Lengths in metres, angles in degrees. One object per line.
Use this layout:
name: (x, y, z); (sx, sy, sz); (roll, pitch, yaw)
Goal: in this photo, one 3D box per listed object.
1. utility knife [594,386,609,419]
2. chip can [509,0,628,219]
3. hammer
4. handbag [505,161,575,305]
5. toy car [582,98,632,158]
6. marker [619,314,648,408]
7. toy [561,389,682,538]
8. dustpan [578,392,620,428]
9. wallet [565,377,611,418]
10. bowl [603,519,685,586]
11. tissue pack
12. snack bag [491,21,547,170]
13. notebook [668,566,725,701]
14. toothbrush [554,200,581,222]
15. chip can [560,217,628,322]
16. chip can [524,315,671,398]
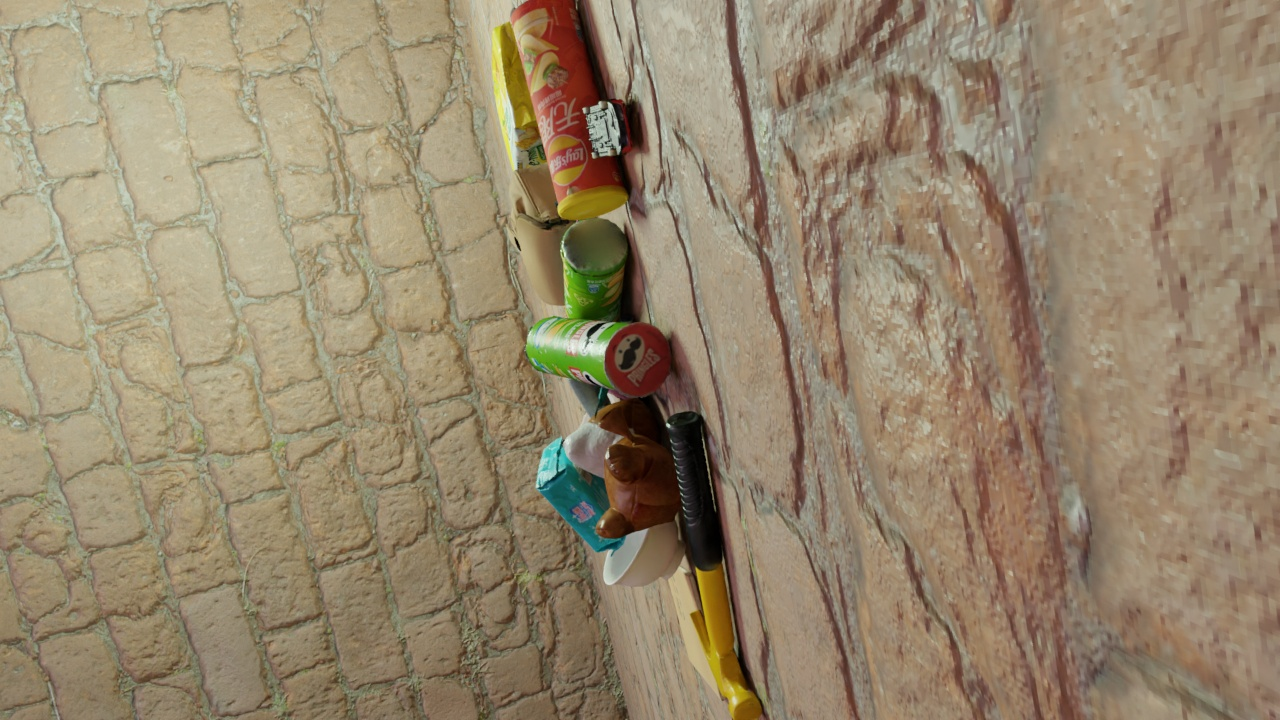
utility knife: (-0.035, 0.010, 1.049); (0.175, 0.013, 0.029); (-75, -4, -53)
chip can: (-0.072, -0.251, 0.912); (0.073, 0.073, 0.216); (122, 134, -78)
hammer: (0.063, 0.189, 0.868); (0.128, 0.033, 0.301); (-128, 26, -67)
handbag: (-0.136, -0.179, 1.333); (0.205, 0.099, 0.147); (80, 168, -47)
toy car: (-0.026, -0.206, 0.818); (0.106, 0.031, 0.049); (-144, 40, -72)
marker: (-0.006, 0.006, 1.073); (0.022, 0.018, 0.131); (-133, 28, -55)
toy: (-0.023, 0.110, 1.025); (0.199, 0.130, 0.140); (-100, 19, -63)
dustpan: (-0.009, 0.165, 1.365); (0.272, 0.139, 0.223); (-62, -34, -59)
wallet: (-0.062, 0.034, 1.147); (0.130, 0.037, 0.106); (59, -177, -37)
bowl: (0.013, 0.220, 1.073); (0.118, 0.064, 0.118); (-58, 12, 19)
tissue pack: (-0.064, 0.160, 1.084); (0.133, 0.050, 0.093); (50, -164, -15)
snack bag: (-0.173, -0.378, 1.362); (0.247, 0.068, 0.158); (129, 127, -79)
notebook: (0.064, 0.330, 1.158); (0.208, 0.008, 0.147); (141, 114, -80)
toothbrush: (-0.069, -0.164, 1.131); (0.014, 0.017, 0.189); (-65, 34, 17)
chip can: (-0.054, -0.083, 1.055); (0.222, 0.072, 0.072); (98, 156, -68)
chip can: (-0.051, -0.009, 0.966); (0.236, 0.072, 0.072); (10, 115, 64)
